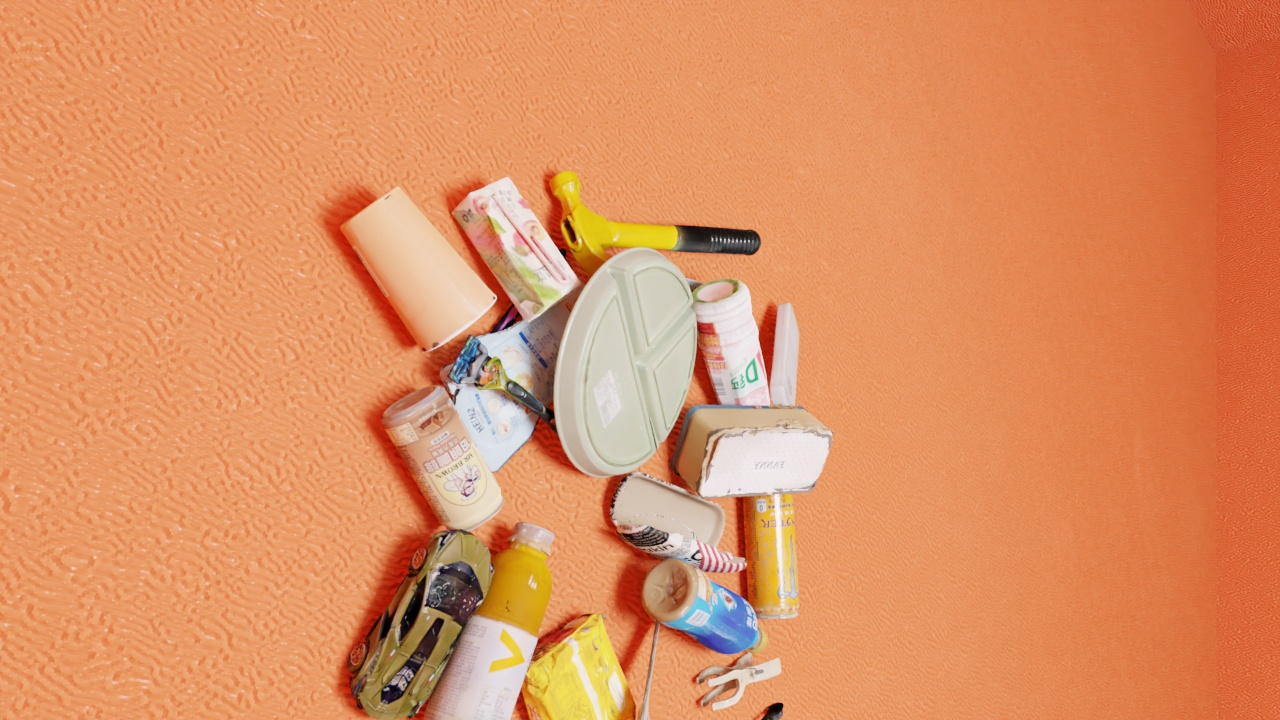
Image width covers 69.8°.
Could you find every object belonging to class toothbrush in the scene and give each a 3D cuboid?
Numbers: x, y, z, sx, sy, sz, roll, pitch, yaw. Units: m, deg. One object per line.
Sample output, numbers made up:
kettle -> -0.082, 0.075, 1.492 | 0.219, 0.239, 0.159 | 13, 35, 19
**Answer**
toothbrush -> -0.123, -0.041, 0.858 | 0.014, 0.018, 0.188 | 50, 57, -26
toothbrush -> 0.114, 0.415, 0.993 | 0.189, 0.014, 0.016 | -13, 106, -57

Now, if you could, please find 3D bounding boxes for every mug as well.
mug -> -0.187, -0.077, 0.760 | 0.123, 0.078, 0.078 | 54, 52, -17

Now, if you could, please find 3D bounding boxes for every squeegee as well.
squeegee -> 0.034, 0.404, 0.917 | 0.245, 0.039, 0.247 | -76, 147, -54

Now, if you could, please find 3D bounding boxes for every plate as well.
plate -> -0.005, 0.005, 0.892 | 0.229, 0.027, 0.230 | -28, 124, -52

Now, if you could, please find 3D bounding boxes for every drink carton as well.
drink carton -> -0.110, -0.101, 0.830 | 0.053, 0.046, 0.122 | -35, 90, -41

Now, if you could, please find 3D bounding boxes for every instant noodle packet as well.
instant noodle packet -> -0.059, 0.310, 0.845 | 0.110, 0.044, 0.128 | -28, 106, -44

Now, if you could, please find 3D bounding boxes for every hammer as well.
hammer -> 0.032, -0.132, 0.991 | 0.300, 0.033, 0.128 | -6, 72, -47

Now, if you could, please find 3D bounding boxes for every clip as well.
clip -> 0.103, 0.344, 1.000 | 0.100, 0.072, 0.034 | -13, 92, -39

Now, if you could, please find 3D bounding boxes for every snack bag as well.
snack bag -> -0.101, 0.008, 0.850 | 0.190, 0.039, 0.110 | -41, 125, -38

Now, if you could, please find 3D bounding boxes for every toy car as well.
toy car -> -0.173, 0.210, 0.734 | 0.070, 0.042, 0.158 | 36, 77, -34

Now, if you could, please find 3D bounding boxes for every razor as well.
razor -> -0.106, 0.032, 0.808 | 0.142, 0.022, 0.042 | 41, 68, -38

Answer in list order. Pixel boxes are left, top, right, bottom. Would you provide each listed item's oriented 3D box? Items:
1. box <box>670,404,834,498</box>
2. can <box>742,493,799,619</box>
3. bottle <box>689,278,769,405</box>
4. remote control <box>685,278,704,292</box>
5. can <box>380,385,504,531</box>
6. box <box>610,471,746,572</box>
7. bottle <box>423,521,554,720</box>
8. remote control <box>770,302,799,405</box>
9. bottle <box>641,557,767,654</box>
box -> 0.118, 0.098, 0.995 | 0.184, 0.062, 0.090 | 5, 113, -31
can -> 0.149, 0.217, 1.047 | 0.058, 0.058, 0.146 | 3, 82, -44
bottle -> 0.108, 0.008, 1.020 | 0.068, 0.068, 0.197 | -43, 126, -39
remote control -> 0.053, -0.063, 1.022 | 0.135, 0.019, 0.056 | 10, 77, -43
can -> -0.164, 0.082, 0.766 | 0.058, 0.059, 0.116 | -40, 111, -40
box -> 0.042, 0.167, 0.942 | 0.162, 0.076, 0.086 | 24, 59, -38
bottle -> -0.121, 0.231, 0.779 | 0.068, 0.068, 0.189 | 37, 60, -34
remote control -> 0.171, 0.000, 1.091 | 0.149, 0.021, 0.058 | -76, 152, -42
bottle -> 0.078, 0.266, 0.955 | 0.218, 0.065, 0.065 | 43, 56, -49
